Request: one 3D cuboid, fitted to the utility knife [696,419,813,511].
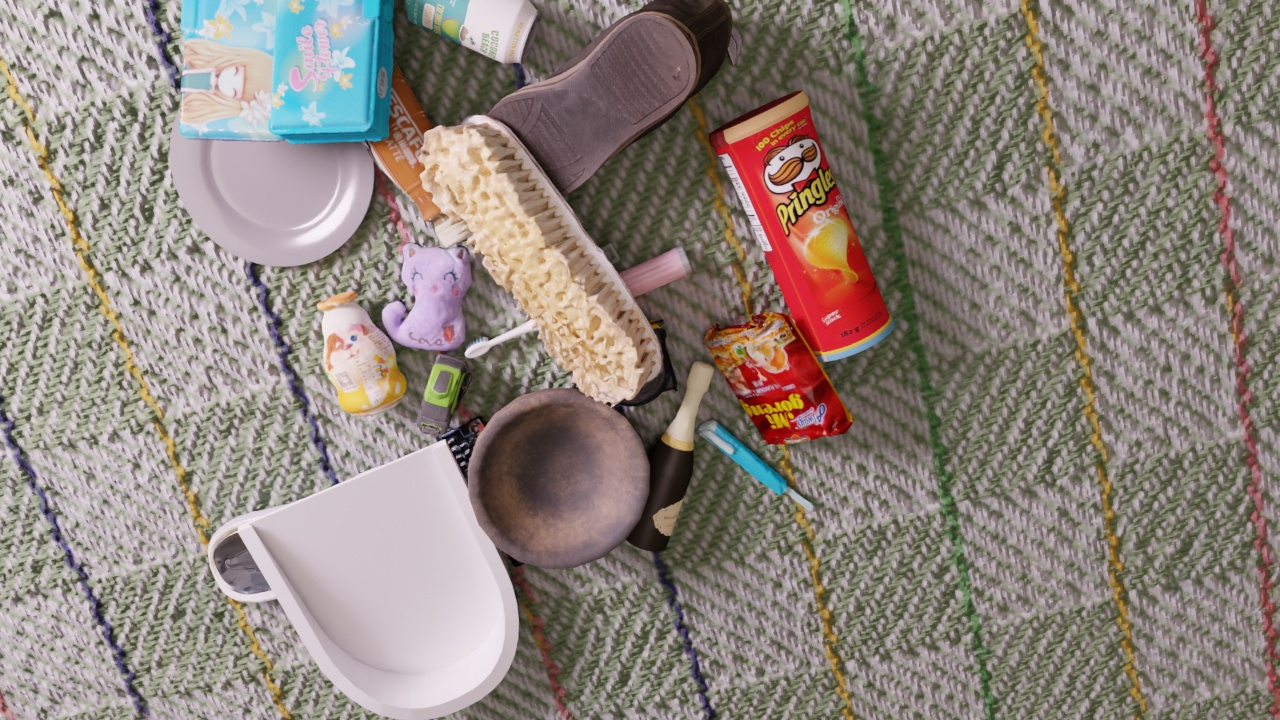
[{"bbox_3d":[0.111,0.104,0.876,0.141,0.015,0.022,40,126,-12],"label":"utility knife"}]

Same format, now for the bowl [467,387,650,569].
[{"bbox_3d":[-0.075,0.102,0.836,0.162,0.070,0.162,-1,98,-9],"label":"bowl"}]

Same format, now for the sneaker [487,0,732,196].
[{"bbox_3d":[-0.032,-0.217,0.755,0.235,0.119,0.095,-30,105,38],"label":"sneaker"}]

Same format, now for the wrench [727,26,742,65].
[{"bbox_3d":[-0.009,-0.352,0.753,0.070,0.010,0.273,-35,102,10],"label":"wrench"}]

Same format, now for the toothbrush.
[{"bbox_3d":[-0.059,-0.049,0.829,0.223,0.026,0.027,-22,125,7],"label":"toothbrush"}]

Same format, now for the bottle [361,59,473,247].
[{"bbox_3d":[-0.195,-0.175,0.779,0.059,0.059,0.167,-28,103,8],"label":"bottle"}]

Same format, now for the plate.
[{"bbox_3d":[-0.321,-0.172,0.806,0.178,0.012,0.178,0,105,1],"label":"plate"}]

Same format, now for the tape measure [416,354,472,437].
[{"bbox_3d":[-0.175,0.027,0.833,0.036,0.065,0.059,17,129,-5],"label":"tape measure"}]

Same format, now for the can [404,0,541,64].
[{"bbox_3d":[-0.137,-0.284,0.750,0.101,0.055,0.055,23,104,-5],"label":"can"}]

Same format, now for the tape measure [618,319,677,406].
[{"bbox_3d":[-0.005,0.005,0.836,0.072,0.042,0.071,-15,106,0],"label":"tape measure"}]

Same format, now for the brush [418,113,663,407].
[{"bbox_3d":[-0.078,-0.082,0.760,0.083,0.056,0.271,-28,102,38],"label":"brush"}]

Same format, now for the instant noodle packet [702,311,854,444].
[{"bbox_3d":[0.119,0.017,0.815,0.099,0.039,0.135,-16,112,52],"label":"instant noodle packet"}]

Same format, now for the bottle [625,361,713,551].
[{"bbox_3d":[0.031,0.088,0.855,0.045,0.045,0.185,17,105,-4],"label":"bottle"}]

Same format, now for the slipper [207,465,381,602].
[{"bbox_3d":[-0.293,0.174,0.877,0.264,0.063,0.111,-15,105,7],"label":"slipper"}]

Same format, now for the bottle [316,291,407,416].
[{"bbox_3d":[-0.253,-0.006,0.825,0.063,0.063,0.109,-15,105,5],"label":"bottle"}]

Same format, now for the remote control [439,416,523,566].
[{"bbox_3d":[-0.136,0.125,0.882,0.047,0.022,0.150,-26,102,8],"label":"remote control"}]

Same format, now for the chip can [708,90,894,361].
[{"bbox_3d":[0.139,-0.111,0.779,0.087,0.087,0.213,-24,105,7],"label":"chip can"}]

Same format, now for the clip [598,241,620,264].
[{"bbox_3d":[-0.054,-0.080,0.821,0.075,0.037,0.023,-30,101,3],"label":"clip"}]

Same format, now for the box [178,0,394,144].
[{"bbox_3d":[-0.283,-0.287,0.732,0.182,0.039,0.226,1,87,11],"label":"box"}]

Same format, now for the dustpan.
[{"bbox_3d":[-0.218,0.223,0.850,0.191,0.053,0.258,-23,121,-6],"label":"dustpan"}]

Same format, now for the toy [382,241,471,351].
[{"bbox_3d":[-0.192,-0.056,0.824,0.080,0.036,0.100,4,107,-1],"label":"toy"}]
